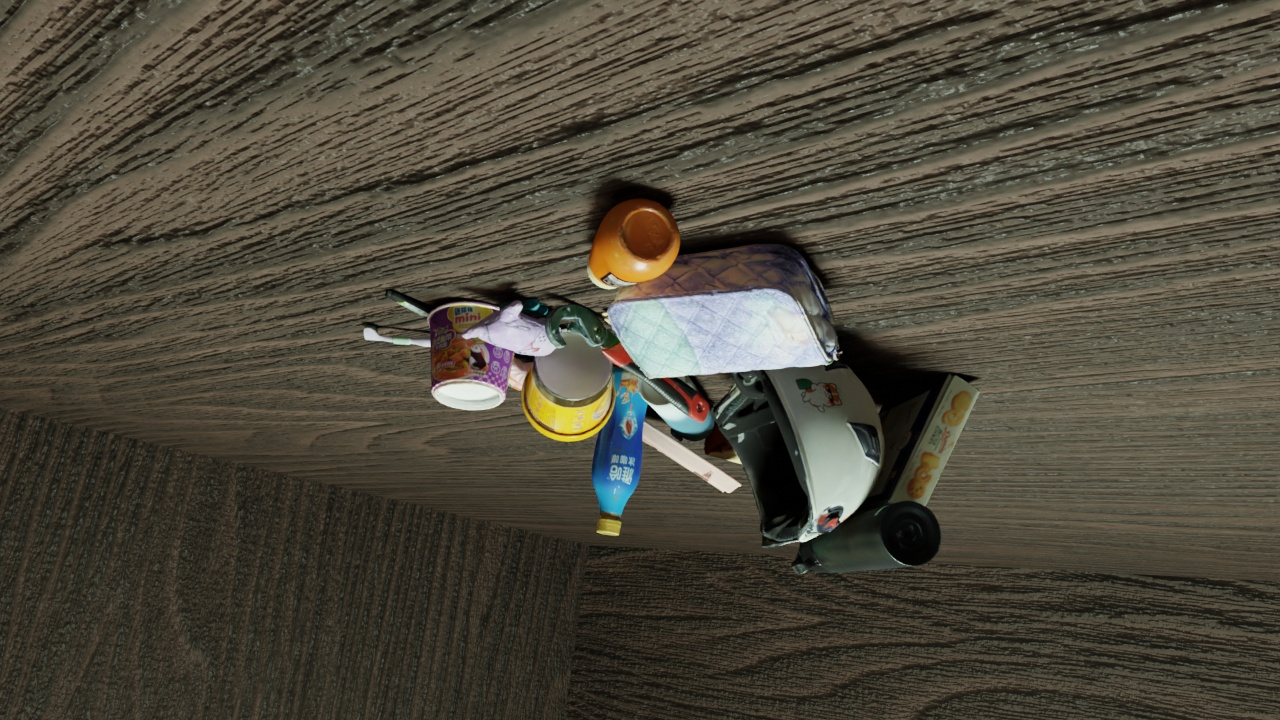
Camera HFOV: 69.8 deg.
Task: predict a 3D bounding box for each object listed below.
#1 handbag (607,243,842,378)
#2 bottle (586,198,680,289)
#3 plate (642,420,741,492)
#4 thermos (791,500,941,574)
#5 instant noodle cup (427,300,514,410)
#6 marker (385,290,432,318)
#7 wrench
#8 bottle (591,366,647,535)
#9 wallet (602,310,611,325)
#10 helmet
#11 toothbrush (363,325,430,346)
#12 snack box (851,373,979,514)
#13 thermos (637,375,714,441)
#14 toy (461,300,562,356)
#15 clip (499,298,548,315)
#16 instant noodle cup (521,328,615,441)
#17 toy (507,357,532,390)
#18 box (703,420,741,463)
[{"bbox_3d":[0.076,-0.042,0.855,0.194,0.075,0.134,-3,141,29],"label":"handbag"},{"bbox_3d":[-0.015,-0.091,0.789,0.066,0.066,0.150,12,170,-14],"label":"bottle"},{"bbox_3d":[0.047,0.131,1.367,0.229,0.028,0.229,33,176,2],"label":"plate"},{"bbox_3d":[0.246,0.216,1.055,0.089,0.068,0.243,-32,173,-19],"label":"thermos"},{"bbox_3d":[-0.196,-0.002,1.065,0.111,0.099,0.112,0,153,0],"label":"instant noodle cup"},{"bbox_3d":[-0.250,-0.056,1.085,0.018,0.015,0.124,-8,154,39],"label":"marker"},{"bbox_3d":[-0.006,0.006,1.065,0.016,0.056,0.273,-6,152,45],"label":"wrench"},{"bbox_3d":[-0.028,0.119,1.205,0.065,0.218,0.065,6,163,2],"label":"bottle"},{"bbox_3d":[0.018,-0.033,0.999,0.115,0.024,0.087,8,161,47],"label":"wallet"},{"bbox_3d":[0.196,0.087,1.053,0.156,0.229,0.275,-15,154,-12],"label":"helmet"},{"bbox_3d":[-0.261,-0.027,1.179,0.189,0.021,0.029,5,162,3],"label":"toothbrush"},{"bbox_3d":[0.316,0.119,1.122,0.046,0.177,0.183,32,161,-2],"label":"snack box"},{"bbox_3d":[0.053,0.061,1.243,0.070,0.070,0.220,3,162,16],"label":"thermos"},{"bbox_3d":[-0.131,-0.033,1.017,0.084,0.039,0.108,-27,148,29],"label":"toy"},{"bbox_3d":[-0.132,-0.059,1.022,0.057,0.014,0.047,-3,163,28],"label":"clip"},{"bbox_3d":[-0.085,0.025,1.117,0.118,0.118,0.115,9,156,-4],"label":"instant noodle cup"},{"bbox_3d":[-0.129,0.029,1.251,0.159,0.054,0.121,15,163,4],"label":"toy"},{"bbox_3d":[0.186,0.140,1.429,0.168,0.075,0.092,18,161,-33],"label":"box"}]
